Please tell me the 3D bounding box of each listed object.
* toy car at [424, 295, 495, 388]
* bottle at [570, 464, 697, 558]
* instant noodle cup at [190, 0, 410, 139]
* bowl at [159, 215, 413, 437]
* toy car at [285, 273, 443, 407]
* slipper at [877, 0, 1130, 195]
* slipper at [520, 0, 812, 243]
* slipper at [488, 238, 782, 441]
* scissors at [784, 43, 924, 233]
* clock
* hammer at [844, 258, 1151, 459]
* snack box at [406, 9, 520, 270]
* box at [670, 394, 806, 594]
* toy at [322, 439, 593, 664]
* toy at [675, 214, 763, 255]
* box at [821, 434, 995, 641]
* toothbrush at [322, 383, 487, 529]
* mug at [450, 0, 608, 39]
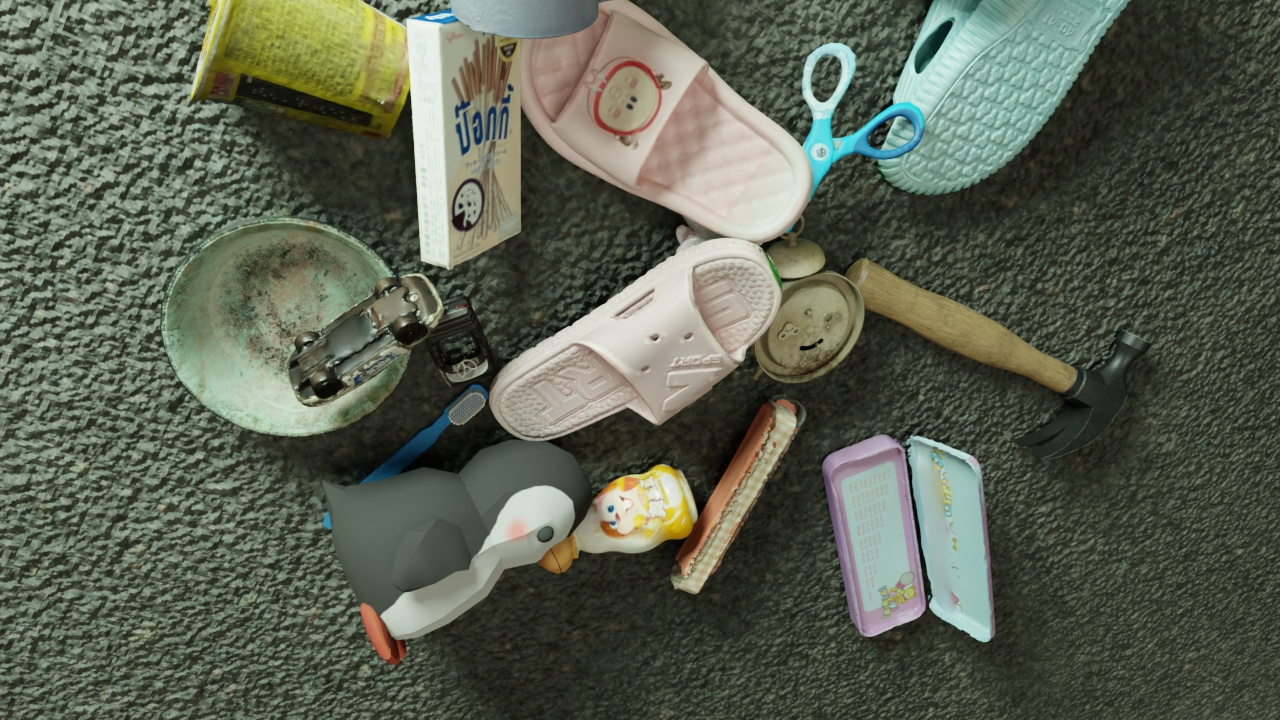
[{"bbox_3d":[-0.128,-0.010,0.645,0.040,0.037,0.092,-20,151,-8],"label":"toy car"},{"bbox_3d":[-0.011,0.126,0.744,0.109,0.063,0.063,-18,118,-6],"label":"bottle"},{"bbox_3d":[-0.192,-0.180,0.534,0.108,0.102,0.102,16,110,-31],"label":"instant noodle cup"},{"bbox_3d":[-0.234,-0.026,0.621,0.157,0.038,0.158,-6,116,-13],"label":"bowl"},{"bbox_3d":[-0.177,-0.012,0.596,0.113,0.048,0.040,-33,151,2],"label":"toy car"},{"bbox_3d":[0.267,-0.236,0.644,0.116,0.069,0.277,18,123,-27],"label":"slipper"},{"bbox_3d":[0.014,-0.153,0.602,0.221,0.055,0.107,32,106,-9],"label":"slipper"},{"bbox_3d":[-0.004,0.004,0.652,0.240,0.064,0.094,-28,127,18],"label":"slipper"},{"bbox_3d":[0.137,-0.142,0.636,0.113,0.013,0.140,24,92,0],"label":"scissors"},{"bbox_3d":[0.116,-0.050,0.699,0.093,0.054,0.141,-19,125,-12],"label":"clock"},{"bbox_3d":[0.295,-0.010,0.781,0.305,0.040,0.132,21,104,-23],"label":"hammer"},{"bbox_3d":[-0.107,-0.140,0.574,0.026,0.081,0.150,18,123,23],"label":"snack box"},{"bbox_3d":[0.083,0.116,0.770,0.076,0.055,0.187,2,120,-52],"label":"box"},{"bbox_3d":[-0.129,0.115,0.681,0.184,0.159,0.140,-26,82,-14],"label":"toy"},{"bbox_3d":[0.065,-0.113,0.664,0.076,0.037,0.125,28,100,-21],"label":"toy"},{"bbox_3d":[0.248,0.165,0.834,0.140,0.062,0.214,-2,121,24],"label":"box"},{"bbox_3d":[-0.180,0.076,0.699,0.167,0.014,0.016,-41,118,6],"label":"toothbrush"},{"bbox_3d":[-0.045,-0.244,0.496,0.123,0.084,0.104,-23,138,-28],"label":"mug"}]
